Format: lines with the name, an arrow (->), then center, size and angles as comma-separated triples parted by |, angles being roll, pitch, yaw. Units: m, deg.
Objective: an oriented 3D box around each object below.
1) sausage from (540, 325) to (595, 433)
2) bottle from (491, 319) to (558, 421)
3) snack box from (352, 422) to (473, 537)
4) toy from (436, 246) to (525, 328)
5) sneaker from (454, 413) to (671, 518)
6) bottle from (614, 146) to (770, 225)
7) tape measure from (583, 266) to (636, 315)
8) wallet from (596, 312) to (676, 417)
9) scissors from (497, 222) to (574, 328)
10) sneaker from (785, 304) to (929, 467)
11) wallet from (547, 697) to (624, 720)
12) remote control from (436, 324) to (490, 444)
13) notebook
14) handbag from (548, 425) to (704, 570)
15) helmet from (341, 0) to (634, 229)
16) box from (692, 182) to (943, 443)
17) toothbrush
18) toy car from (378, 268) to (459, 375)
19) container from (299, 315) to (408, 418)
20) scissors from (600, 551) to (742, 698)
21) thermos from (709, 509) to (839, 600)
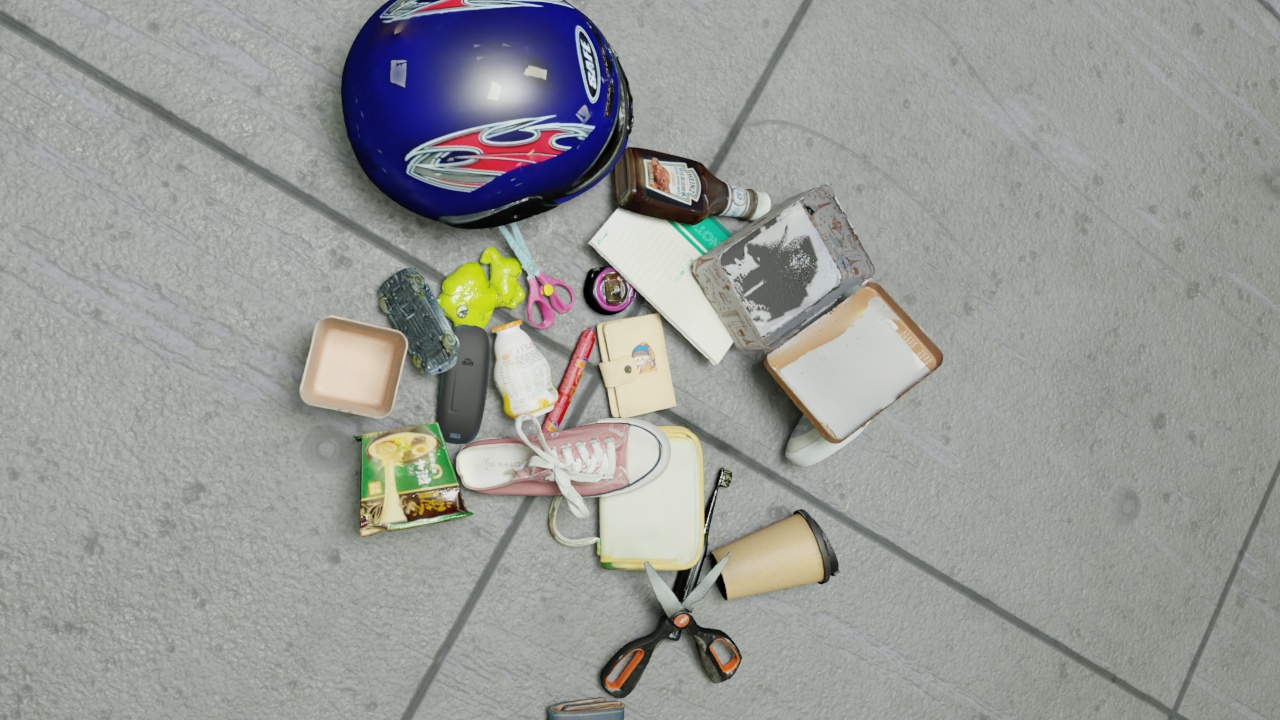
sausage -> -0.084, 0.031, 1.062 | 0.020, 0.020, 0.155 | 24, 84, -16
bottle -> -0.134, 0.011, 1.023 | 0.063, 0.063, 0.108 | -19, 96, -16
snack box -> -0.244, 0.124, 0.971 | 0.117, 0.118, 0.105 | -8, 82, -17
toy -> -0.179, -0.078, 1.025 | 0.100, 0.031, 0.096 | -5, 93, -22
sneaker -> -0.085, 0.112, 0.997 | 0.241, 0.088, 0.118 | -3, 91, -1
bottle -> 0.064, -0.197, 1.081 | 0.194, 0.044, 0.079 | 7, 66, -27
tape measure -> -0.036, -0.082, 1.065 | 0.057, 0.039, 0.058 | -6, 92, -17
wallet -> -0.006, 0.006, 1.081 | 0.087, 0.024, 0.115 | -12, 95, -21
scissors -> -0.128, -0.096, 1.030 | 0.073, 0.017, 0.137 | -48, 121, -23
sneaker -> 0.252, 0.022, 1.129 | 0.091, 0.090, 0.242 | 46, 77, -10
wallet -> -0.063, 0.454, 1.064 | 0.090, 0.033, 0.115 | 0, 91, -15
remote control -> -0.195, 0.029, 1.013 | 0.053, 0.024, 0.136 | 5, 100, -16
notebook -> 0.055, -0.116, 1.089 | 0.209, 0.012, 0.150 | 43, 63, -13
handbag -> -0.018, 0.159, 1.069 | 0.179, 0.063, 0.163 | 0, 90, -2
helmet -> -0.138, -0.265, 0.930 | 0.315, 0.241, 0.247 | -13, 95, -17
box -> 0.206, -0.051, 1.063 | 0.178, 0.110, 0.259 | -35, 99, -17
toothbrush -> 0.069, 0.231, 1.106 | 0.027, 0.026, 0.212 | 20, 84, -4
toy car -> -0.236, -0.042, 0.991 | 0.054, 0.036, 0.120 | -31, 85, 20
container -> -0.295, 0.007, 0.948 | 0.090, 0.111, 0.090 | 13, 86, -17
scissors -> 0.046, 0.316, 1.064 | 0.235, 0.021, 0.221 | -45, 121, 8
thermos -> 0.160, 0.239, 1.105 | 0.143, 0.093, 0.093 | -17, 95, -9
